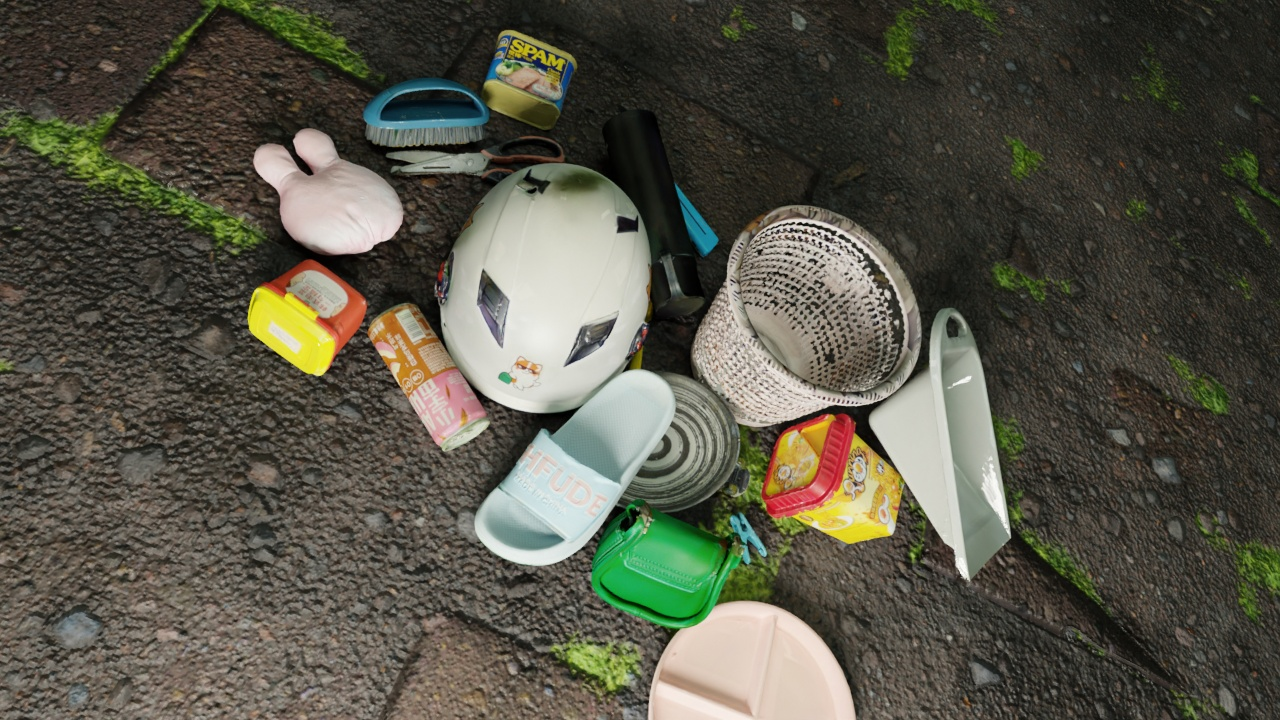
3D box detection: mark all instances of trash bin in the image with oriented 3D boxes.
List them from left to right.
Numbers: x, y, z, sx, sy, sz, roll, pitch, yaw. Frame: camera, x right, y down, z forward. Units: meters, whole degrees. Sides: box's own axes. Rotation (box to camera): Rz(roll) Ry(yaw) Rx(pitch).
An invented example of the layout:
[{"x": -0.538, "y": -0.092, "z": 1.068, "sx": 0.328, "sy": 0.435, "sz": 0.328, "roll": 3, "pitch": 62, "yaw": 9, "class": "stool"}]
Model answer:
[{"x": 0.158, "y": -0.026, "z": 1.012, "sx": 0.227, "sy": 0.193, "sz": 0.227, "roll": 9, "pitch": 64, "yaw": -19, "class": "trash bin"}]

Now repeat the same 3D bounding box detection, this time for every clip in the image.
[{"x": 0.116, "y": 0.192, "z": 1.000, "sx": 0.038, "sy": 0.013, "sz": 0.055, "roll": -17, "pitch": 76, "yaw": -29, "class": "clip"}]

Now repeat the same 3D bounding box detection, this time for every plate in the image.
[{"x": 0.016, "y": 0.087, "z": 0.978, "sx": 0.179, "sy": 0.024, "sz": 0.179, "roll": -1, "pitch": 53, "yaw": 1, "class": "plate"}, {"x": 0.111, "y": 0.357, "z": 0.913, "sx": 0.229, "sy": 0.028, "sz": 0.229, "roll": 10, "pitch": 62, "yaw": -19, "class": "plate"}]

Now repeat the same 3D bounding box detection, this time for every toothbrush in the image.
[{"x": -0.006, "y": 0.006, "z": 1.013, "sx": 0.016, "sy": 0.017, "sz": 0.189, "roll": 6, "pitch": 53, "yaw": 7, "class": "toothbrush"}]

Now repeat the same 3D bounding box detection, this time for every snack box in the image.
[{"x": -0.320, "y": -0.046, "z": 0.892, "sx": 0.091, "sy": 0.082, "sz": 0.079, "roll": 37, "pitch": 48, "yaw": -4, "class": "snack box"}]

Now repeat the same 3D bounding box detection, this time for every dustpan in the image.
[{"x": 0.375, "y": 0.081, "z": 1.047, "sx": 0.222, "sy": 0.143, "sz": 0.257, "roll": -6, "pitch": 58, "yaw": -57, "class": "dustpan"}]

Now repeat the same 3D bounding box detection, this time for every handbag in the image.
[{"x": 0.024, "y": 0.195, "z": 0.895, "sx": 0.131, "sy": 0.120, "sz": 0.067, "roll": 23, "pitch": 40, "yaw": -9, "class": "handbag"}]

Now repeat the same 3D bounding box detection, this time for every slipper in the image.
[{"x": -0.057, "y": 0.099, "z": 0.904, "sx": 0.104, "sy": 0.074, "sz": 0.245, "roll": 38, "pitch": 71, "yaw": 18, "class": "slipper"}]

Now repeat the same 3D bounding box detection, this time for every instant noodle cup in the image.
[{"x": 0.218, "y": 0.138, "z": 1.017, "sx": 0.123, "sy": 0.116, "sz": 0.116, "roll": 34, "pitch": 57, "yaw": -19, "class": "instant noodle cup"}]

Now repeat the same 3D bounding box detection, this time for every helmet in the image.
[{"x": -0.086, "y": -0.097, "z": 0.949, "sx": 0.230, "sy": 0.157, "sz": 0.273, "roll": 18, "pitch": 56, "yaw": -7, "class": "helmet"}]

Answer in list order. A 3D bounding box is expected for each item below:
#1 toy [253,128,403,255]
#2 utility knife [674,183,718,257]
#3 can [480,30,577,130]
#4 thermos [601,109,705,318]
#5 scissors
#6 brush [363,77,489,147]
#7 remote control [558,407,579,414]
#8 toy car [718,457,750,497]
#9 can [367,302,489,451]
[{"x": -0.327, "y": -0.176, "z": 0.963, "sx": 0.121, "sy": 0.054, "sz": 0.159, "roll": -33, "pitch": 77, "yaw": -32, "class": "toy"}, {"x": 0.028, "y": -0.222, "z": 1.155, "sx": 0.034, "sy": 0.018, "sz": 0.216, "roll": -30, "pitch": 79, "yaw": -30, "class": "utility knife"}, {"x": -0.137, "y": -0.340, "z": 1.118, "sx": 0.102, "sy": 0.057, "sz": 0.083, "roll": 19, "pitch": 63, "yaw": -13, "class": "can"}, {"x": 0.017, "y": -0.175, "z": 1.061, "sx": 0.068, "sy": 0.090, "sz": 0.242, "roll": -15, "pitch": 73, "yaw": -2, "class": "thermos"}, {"x": -0.178, "y": -0.218, "z": 1.067, "sx": 0.204, "sy": 0.015, "sz": 0.202, "roll": 41, "pitch": 58, "yaw": -1, "class": "scissors"}, {"x": -0.239, "y": -0.281, "z": 1.034, "sx": 0.143, "sy": 0.074, "sz": 0.055, "roll": -9, "pitch": 44, "yaw": -28, "class": "brush"}, {"x": -0.061, "y": 0.009, "z": 1.005, "sx": 0.053, "sy": 0.024, "sz": 0.136, "roll": 38, "pitch": 57, "yaw": 4, "class": "remote control"}, {"x": 0.077, "y": 0.117, "z": 1.005, "sx": 0.090, "sy": 0.035, "sz": 0.042, "roll": 27, "pitch": 60, "yaw": -7, "class": "toy car"}, {"x": -0.212, "y": 0.016, "z": 0.919, "sx": 0.057, "sy": 0.058, "sz": 0.147, "roll": -29, "pitch": 80, "yaw": -31, "class": "can"}]
